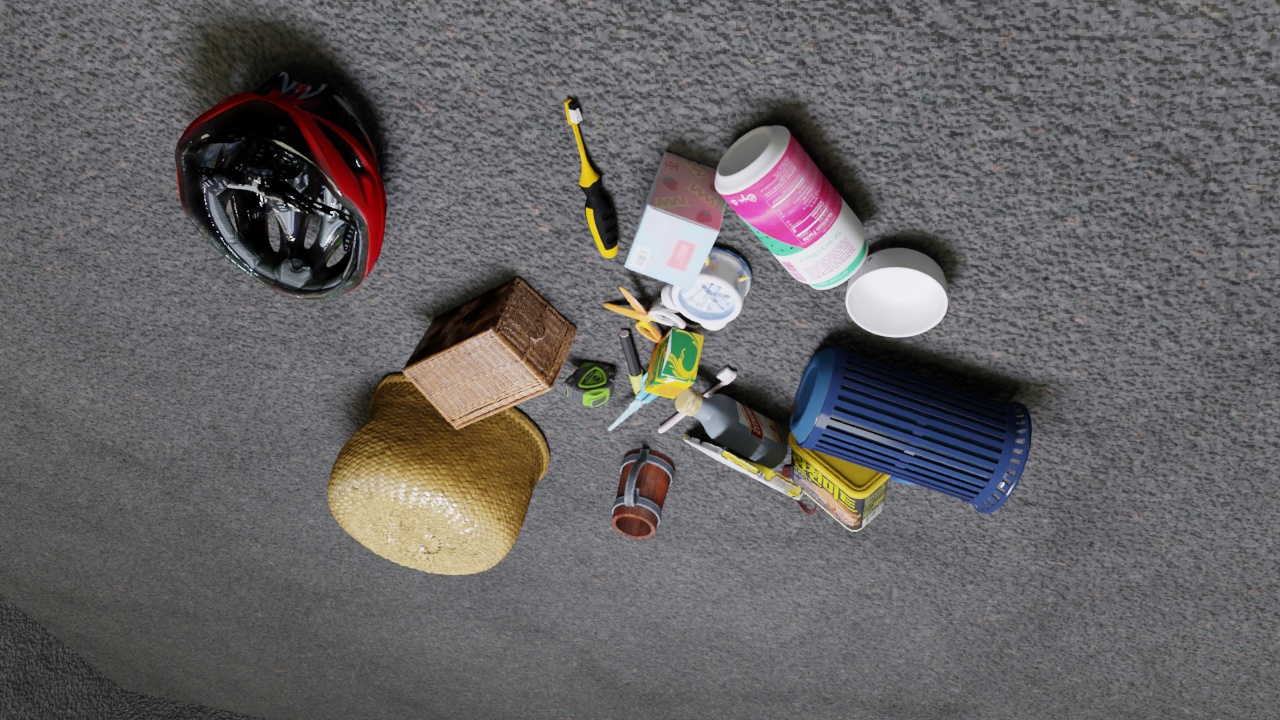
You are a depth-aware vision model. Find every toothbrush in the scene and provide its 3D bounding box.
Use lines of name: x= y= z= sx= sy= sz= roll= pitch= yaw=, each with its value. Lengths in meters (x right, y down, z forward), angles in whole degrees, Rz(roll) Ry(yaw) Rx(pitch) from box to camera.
toothbrush: x=0.072 y=0.057 z=1.248 sx=0.018 sy=0.015 sz=0.182 roll=35 pitch=137 yaw=-11
toothbrush: x=-0.054 y=-0.192 z=0.993 sx=0.031 sy=0.031 sz=0.197 roll=21 pitch=143 yaw=34

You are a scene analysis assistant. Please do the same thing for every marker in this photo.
marker: x=-0.007 y=0.007 z=1.214 sx=0.021 sy=0.017 sz=0.124 roll=1 pitch=138 yaw=16

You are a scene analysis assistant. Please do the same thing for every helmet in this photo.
helmet: x=-0.382 y=-0.180 z=1.007 sx=0.217 sy=0.166 sz=0.273 roll=18 pitch=140 yaw=-2

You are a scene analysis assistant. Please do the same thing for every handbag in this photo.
handbag: x=0.242 y=0.195 z=1.348 sx=0.055 sy=0.029 sz=0.120 roll=0 pitch=143 yaw=22

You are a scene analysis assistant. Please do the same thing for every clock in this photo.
clock: x=0.075 y=-0.077 z=1.065 sx=0.089 sy=0.051 sz=0.126 roll=24 pitch=143 yaw=-9

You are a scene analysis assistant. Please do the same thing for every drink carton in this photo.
drink carton: x=0.039 y=0.006 z=1.131 sx=0.041 sy=0.058 sz=0.123 roll=15 pitch=166 yaw=-8

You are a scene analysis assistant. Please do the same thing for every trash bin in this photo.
trash bin: x=0.314 y=0.077 z=1.098 sx=0.249 sy=0.139 sz=0.140 roll=19 pitch=140 yaw=0

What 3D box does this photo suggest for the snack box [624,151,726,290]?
snack box: x=0.040 y=-0.146 z=0.962 sx=0.079 sy=0.094 sz=0.093 roll=19 pitch=140 yaw=-4

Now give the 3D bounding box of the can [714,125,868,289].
can: x=0.153 y=-0.152 z=0.921 sx=0.088 sy=0.088 sz=0.166 roll=-23 pitch=127 yaw=37

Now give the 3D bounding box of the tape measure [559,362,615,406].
tape measure: x=-0.065 y=0.034 z=1.229 sx=0.059 sy=0.065 sz=0.036 roll=29 pitch=142 yaw=22

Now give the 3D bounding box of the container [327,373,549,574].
container: x=-0.309 y=0.190 z=1.394 sx=0.307 sy=0.196 sz=0.308 roll=9 pitch=142 yaw=7

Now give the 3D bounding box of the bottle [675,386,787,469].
bottle: x=0.118 y=0.082 z=1.202 sx=0.161 sy=0.072 sz=0.046 roll=28 pitch=121 yaw=-25

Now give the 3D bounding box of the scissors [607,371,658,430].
scissors: x=0.000 y=0.054 z=1.243 sx=0.056 sy=0.015 sz=0.137 roll=27 pitch=126 yaw=-35

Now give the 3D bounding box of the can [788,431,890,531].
can: x=0.260 y=0.147 z=1.207 sx=0.131 sy=0.072 sz=0.101 roll=40 pitch=156 yaw=33

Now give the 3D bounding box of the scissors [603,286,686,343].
scissors: x=0.006 y=-0.054 z=1.116 sx=0.128 sy=0.011 sz=0.125 roll=14 pitch=158 yaw=36

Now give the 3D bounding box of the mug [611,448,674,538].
mug: x=-0.001 y=0.187 z=1.348 sx=0.081 sy=0.110 sz=0.117 roll=5 pitch=139 yaw=13

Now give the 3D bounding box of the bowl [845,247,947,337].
bowl: x=0.278 y=-0.079 z=0.992 sx=0.105 sy=0.054 sz=0.105 roll=10 pitch=139 yaw=9

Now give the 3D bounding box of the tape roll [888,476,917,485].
tape roll: x=0.369 y=0.135 z=1.237 sx=0.093 sy=0.016 sz=0.091 roll=-22 pitch=127 yaw=37

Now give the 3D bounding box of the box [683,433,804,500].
box: x=0.132 y=0.138 z=1.226 sx=0.127 sy=0.023 sz=0.209 roll=25 pitch=177 yaw=-10

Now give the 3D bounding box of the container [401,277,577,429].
container: x=-0.196 y=-0.009 z=1.185 sx=0.199 sy=0.113 sz=0.113 roll=-21 pitch=123 yaw=34
